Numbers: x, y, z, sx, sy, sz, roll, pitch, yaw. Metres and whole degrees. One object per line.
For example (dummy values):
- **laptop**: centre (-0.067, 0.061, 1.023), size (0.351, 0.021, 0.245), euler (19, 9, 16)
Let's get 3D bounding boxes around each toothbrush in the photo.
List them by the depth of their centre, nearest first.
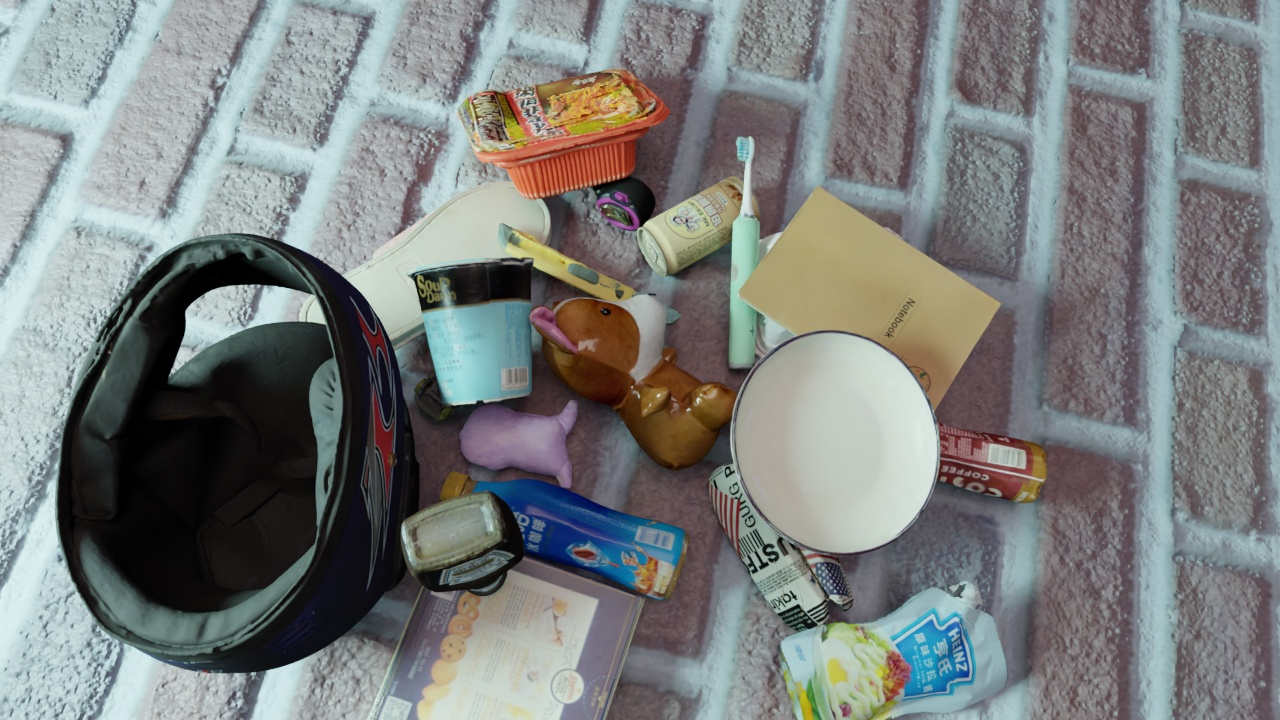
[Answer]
- **toothbrush**: centre (0.101, -0.103, 0.882), size (0.027, 0.026, 0.224), euler (2, 91, -22)

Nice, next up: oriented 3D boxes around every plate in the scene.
- **plate**: centre (0.164, 0.071, 0.791), size (0.192, 0.039, 0.192), euler (2, 80, -14)

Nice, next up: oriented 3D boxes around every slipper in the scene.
- **slipper**: centre (-0.199, -0.080, 0.879), size (0.273, 0.055, 0.114), euler (-39, 81, -25)

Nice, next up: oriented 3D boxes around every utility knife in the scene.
- **utility knife**: centre (-0.050, -0.080, 0.892), size (0.198, 0.021, 0.030), euler (27, 67, -15)

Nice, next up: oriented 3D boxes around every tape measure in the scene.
- **tape measure**: centre (-0.016, -0.157, 0.917), size (0.058, 0.057, 0.039), euler (20, 67, 27)

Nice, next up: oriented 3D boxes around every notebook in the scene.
- **notebook**: centre (0.215, -0.057, 0.859), size (0.207, 0.008, 0.147), euler (35, 72, 8)

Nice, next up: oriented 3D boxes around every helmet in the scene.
- **helmet**: centre (-0.290, 0.074, 0.713), size (0.247, 0.240, 0.315), euler (10, 87, -1)

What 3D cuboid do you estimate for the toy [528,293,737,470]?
- **toy**: centre (-0.005, 0.005, 0.823), size (0.199, 0.140, 0.130), euler (31, 89, 3)

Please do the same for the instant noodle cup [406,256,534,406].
- **instant noodle cup**: centre (-0.141, -0.024, 0.800), size (0.111, 0.111, 0.120), euler (-6, 92, -6)

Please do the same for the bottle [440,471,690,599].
- **bottle**: centre (-0.068, 0.146, 0.803), size (0.219, 0.065, 0.065), euler (18, 70, 3)

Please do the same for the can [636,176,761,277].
- **can**: centre (0.059, -0.134, 0.913), size (0.116, 0.059, 0.058), euler (-30, 75, -13)

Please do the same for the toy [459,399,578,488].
- **toy**: centre (-0.112, 0.070, 0.840), size (0.108, 0.039, 0.083), euler (6, 70, 1)

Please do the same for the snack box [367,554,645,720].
- **snack box**: centre (-0.110, 0.256, 0.770), size (0.182, 0.046, 0.177), euler (19, 69, 4)

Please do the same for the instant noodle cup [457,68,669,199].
- **instant noodle cup**: centre (-0.075, -0.224, 0.902), size (0.188, 0.079, 0.164), euler (-16, 36, -8)

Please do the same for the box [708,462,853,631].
- **box**: centre (0.134, 0.153, 0.819), size (0.087, 0.076, 0.163), euler (-19, 68, -31)

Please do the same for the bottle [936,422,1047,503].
- **bottle**: centre (0.280, 0.086, 0.849), size (0.175, 0.057, 0.057), euler (13, 70, 1)

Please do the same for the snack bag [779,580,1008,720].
- **snack bag**: centre (0.219, 0.260, 0.784), size (0.191, 0.039, 0.110), euler (-15, 88, -7)

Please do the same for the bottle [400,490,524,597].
- **bottle**: centre (-0.125, 0.146, 0.682), size (0.079, 0.195, 0.044), euler (-19, 70, -10)

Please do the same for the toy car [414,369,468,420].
- **toy car**: centre (-0.170, 0.017, 0.857), size (0.043, 0.036, 0.091), euler (39, 70, 9)

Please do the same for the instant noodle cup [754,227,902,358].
- **instant noodle cup**: centre (0.191, -0.074, 0.901), size (0.173, 0.060, 0.138), euler (-3, 70, -6)
